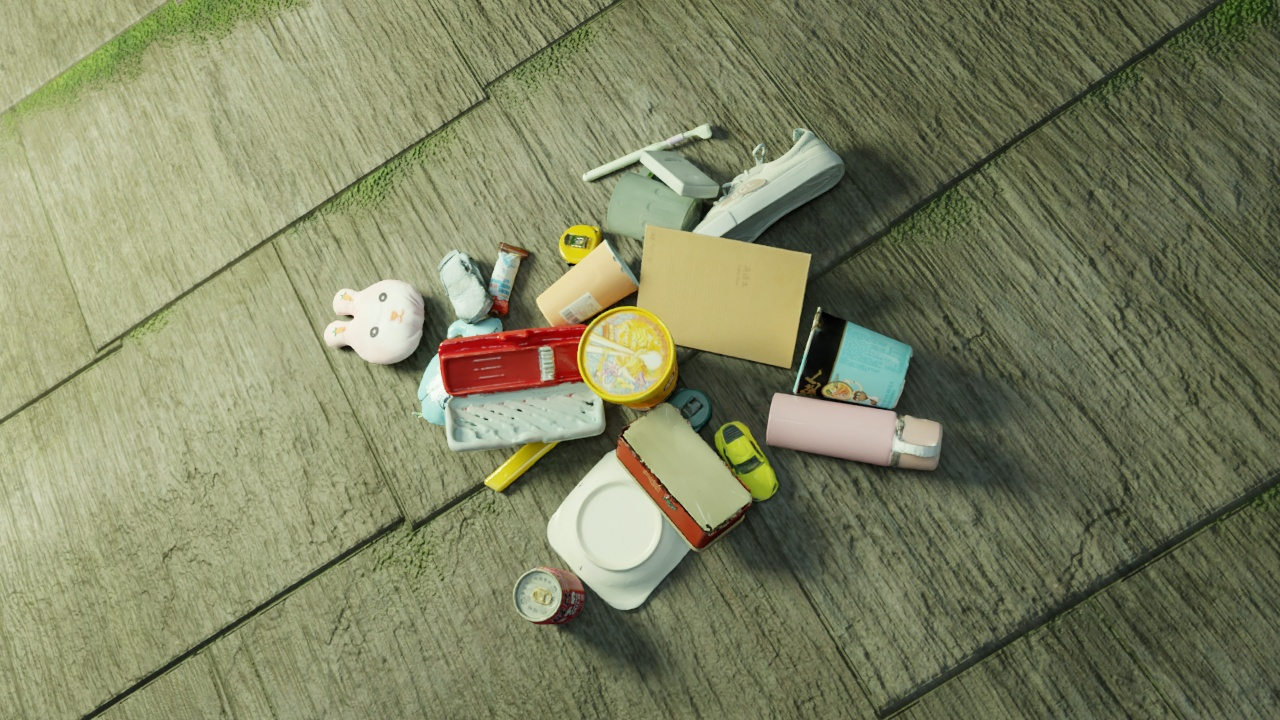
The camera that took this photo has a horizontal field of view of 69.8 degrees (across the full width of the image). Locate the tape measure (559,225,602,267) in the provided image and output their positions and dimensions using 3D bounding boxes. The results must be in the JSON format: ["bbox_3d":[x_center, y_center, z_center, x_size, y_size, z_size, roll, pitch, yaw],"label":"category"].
[{"bbox_3d":[-0.082,-0.157,1.251,0.057,0.029,0.060,7,76,15],"label":"tape measure"}]

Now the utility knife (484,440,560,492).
[{"bbox_3d":[-0.140,0.117,1.196,0.154,0.015,0.033,-40,64,1],"label":"utility knife"}]

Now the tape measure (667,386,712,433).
[{"bbox_3d":[0.062,0.062,1.160,0.058,0.025,0.054,42,88,19],"label":"tape measure"}]

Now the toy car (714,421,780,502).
[{"bbox_3d":[0.130,0.123,1.124,0.048,0.032,0.105,-31,72,3],"label":"toy car"}]

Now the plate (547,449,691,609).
[{"bbox_3d":[-0.024,0.206,1.135,0.164,0.034,0.163,40,86,19],"label":"plate"}]

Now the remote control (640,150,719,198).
[{"bbox_3d":[0.050,-0.245,1.205,0.056,0.019,0.135,-3,32,-26],"label":"remote control"}]

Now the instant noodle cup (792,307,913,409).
[{"bbox_3d":[0.255,0.004,1.095,0.120,0.111,0.111,17,79,10],"label":"instant noodle cup"}]

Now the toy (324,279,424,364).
[{"bbox_3d":[-0.373,-0.054,1.279,0.160,0.054,0.121,3,75,22],"label":"toy"}]

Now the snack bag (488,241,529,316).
[{"bbox_3d":[-0.190,-0.112,1.265,0.048,0.026,0.104,18,79,8],"label":"snack bag"}]

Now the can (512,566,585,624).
[{"bbox_3d":[-0.109,0.283,1.101,0.066,0.094,0.066,-3,74,12],"label":"can"}]

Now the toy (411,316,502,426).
[{"bbox_3d":[-0.239,0.022,1.228,0.156,0.050,0.161,-28,66,2],"label":"toy"}]

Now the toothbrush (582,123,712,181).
[{"bbox_3d":[0.008,-0.286,1.272,0.190,0.020,0.029,-20,44,8],"label":"toothbrush"}]

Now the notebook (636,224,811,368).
[{"bbox_3d":[0.098,-0.081,1.155,0.212,0.012,0.150,13,113,15],"label":"notebook"}]

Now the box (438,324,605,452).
[{"bbox_3d":[-0.152,0.035,1.176,0.201,0.065,0.159,-7,83,-7],"label":"box"}]

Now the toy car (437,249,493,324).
[{"bbox_3d":[-0.241,-0.101,1.253,0.054,0.036,0.120,-41,53,12],"label":"toy car"}]

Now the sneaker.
[{"bbox_3d":[0.140,-0.213,1.185,0.242,0.089,0.090,-34,68,1],"label":"sneaker"}]

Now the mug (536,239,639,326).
[{"bbox_3d":[-0.071,-0.092,1.210,0.123,0.078,0.078,-36,70,6],"label":"mug"}]

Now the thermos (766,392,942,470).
[{"bbox_3d":[0.250,0.087,1.079,0.199,0.087,0.067,10,97,16],"label":"thermos"}]

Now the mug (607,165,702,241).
[{"bbox_3d":[0.029,-0.208,1.221,0.103,0.084,0.123,22,56,16],"label":"mug"}]

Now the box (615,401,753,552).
[{"bbox_3d":[0.053,0.133,1.100,0.091,0.078,0.168,-33,69,-26],"label":"box"}]

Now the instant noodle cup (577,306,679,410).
[{"bbox_3d":[-0.007,0.007,1.143,0.118,0.114,0.118,-3,73,11],"label":"instant noodle cup"}]
